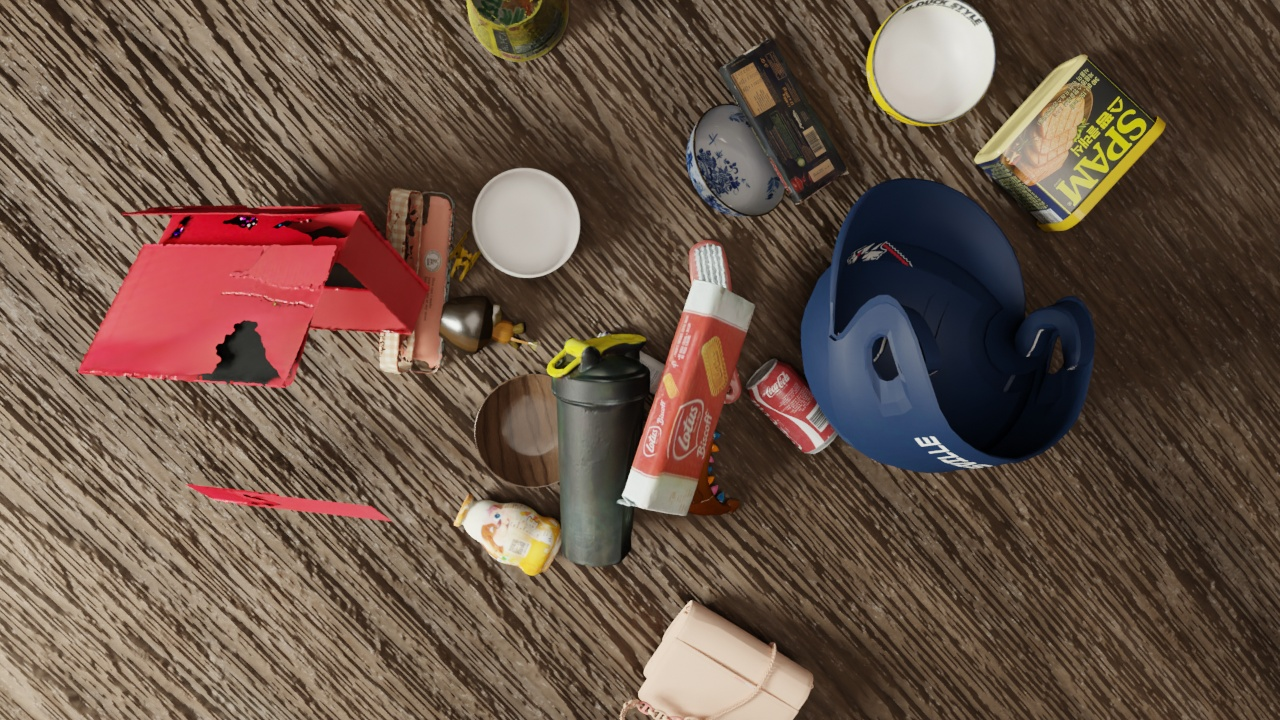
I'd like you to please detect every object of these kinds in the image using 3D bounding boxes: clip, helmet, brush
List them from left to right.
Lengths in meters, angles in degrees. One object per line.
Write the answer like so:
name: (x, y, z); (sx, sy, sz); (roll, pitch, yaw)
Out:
clip: (-0.178, -0.104, 0.918); (0.049, 0.054, 0.045); (-19, 121, 25)
brush: (0.079, -0.037, 0.938); (0.041, 0.030, 0.172); (-9, 99, 0)
helmet: (0.257, -0.033, 0.850); (0.232, 0.223, 0.272); (-2, 89, -25)

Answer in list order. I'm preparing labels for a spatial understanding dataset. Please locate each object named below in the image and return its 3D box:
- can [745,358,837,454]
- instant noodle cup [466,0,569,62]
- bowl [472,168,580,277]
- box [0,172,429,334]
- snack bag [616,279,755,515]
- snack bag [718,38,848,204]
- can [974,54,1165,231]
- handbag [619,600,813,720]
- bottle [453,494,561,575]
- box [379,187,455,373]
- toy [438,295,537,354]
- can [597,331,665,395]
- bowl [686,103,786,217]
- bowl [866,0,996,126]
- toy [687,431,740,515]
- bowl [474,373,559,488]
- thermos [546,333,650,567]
can: (0.156, 0.046, 0.940); (0.096, 0.054, 0.054); (44, 95, -7)
instant noodle cup: (-0.119, -0.335, 0.849); (0.102, 0.108, 0.102); (0, 101, -2)
bowl: (-0.114, -0.133, 0.902); (0.104, 0.054, 0.105); (0, 92, -13)
box: (-0.359, -0.092, 0.716); (0.212, 0.409, 0.107); (4, 87, 19)
snack bag: (0.047, 0.038, 0.881); (0.041, 0.077, 0.225); (16, 87, 41)
snack bag: (0.141, -0.235, 0.899); (0.074, 0.018, 0.155); (-35, 98, -27)
can: (0.415, -0.211, 0.897); (0.104, 0.075, 0.135); (41, 96, -4)
handbag: (0.095, 0.354, 0.917); (0.199, 0.187, 0.117); (32, 103, -1)
bottle: (-0.136, 0.176, 0.948); (0.109, 0.063, 0.063); (27, 97, -5)
box: (-0.224, -0.076, 0.915); (0.078, 0.054, 0.187); (-1, 102, -33)
toy: (-0.152, -0.032, 0.923); (0.100, 0.062, 0.076); (15, 135, -10)
can: (-0.006, 0.005, 0.941); (0.095, 0.032, 0.032); (30, 97, -5)
bowl: (0.086, -0.188, 0.896); (0.114, 0.045, 0.114); (8, 75, -31)
bowl: (0.273, -0.284, 0.885); (0.117, 0.067, 0.117); (0, 99, -1)
toy: (0.069, 0.117, 0.959); (0.103, 0.071, 0.090); (18, 85, -26)
bowl: (-0.110, 0.070, 0.945); (0.119, 0.032, 0.119); (-2, 100, -9)
thermos: (-0.042, 0.086, 0.895); (0.098, 0.098, 0.221); (2, 105, -2)
